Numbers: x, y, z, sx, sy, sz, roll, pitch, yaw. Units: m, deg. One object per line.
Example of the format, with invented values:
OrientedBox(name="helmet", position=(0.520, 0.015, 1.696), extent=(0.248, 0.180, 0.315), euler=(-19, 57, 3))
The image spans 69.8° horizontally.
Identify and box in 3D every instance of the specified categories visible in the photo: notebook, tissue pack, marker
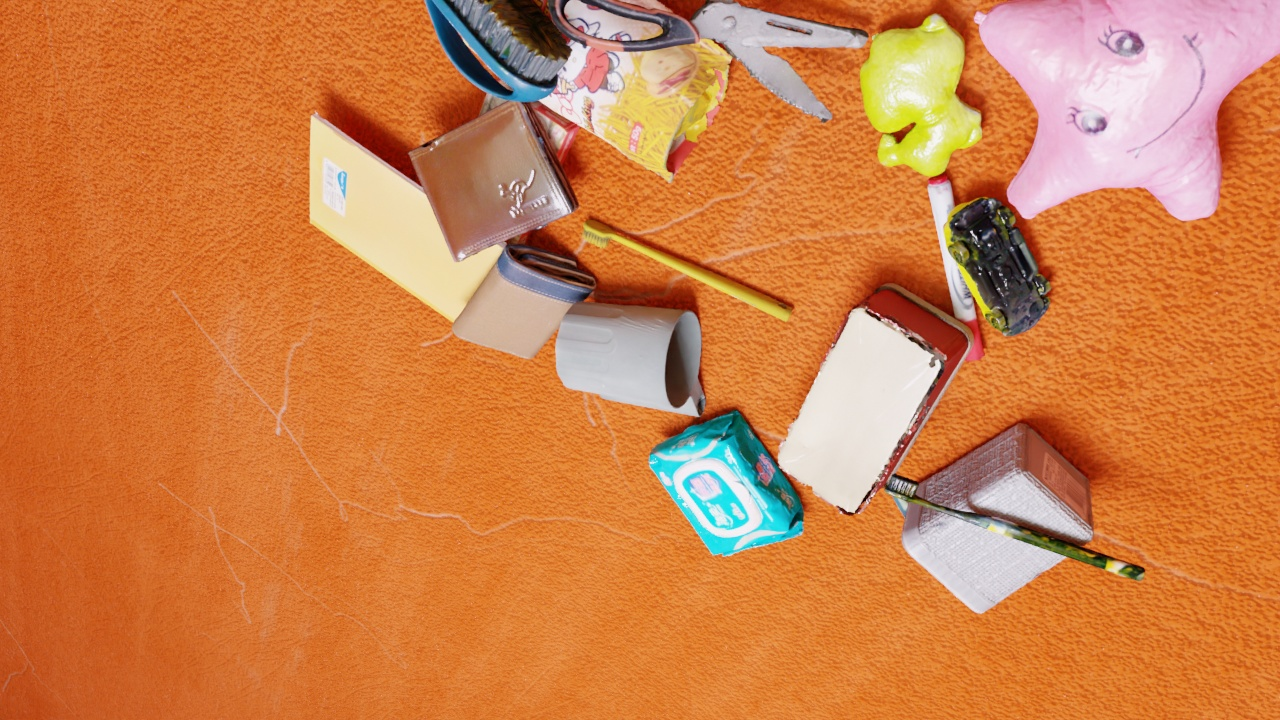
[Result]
OrientedBox(name="notebook", position=(-0.220, -0.117, 0.843), extent=(0.206, 0.010, 0.146), euler=(34, 143, 4))
OrientedBox(name="tissue pack", position=(0.079, 0.117, 0.838), extent=(0.093, 0.050, 0.133), euler=(-28, 105, 35))
OrientedBox(name="marker", position=(0.231, -0.066, 0.672), extent=(0.017, 0.017, 0.145), euler=(-6, 116, 29))

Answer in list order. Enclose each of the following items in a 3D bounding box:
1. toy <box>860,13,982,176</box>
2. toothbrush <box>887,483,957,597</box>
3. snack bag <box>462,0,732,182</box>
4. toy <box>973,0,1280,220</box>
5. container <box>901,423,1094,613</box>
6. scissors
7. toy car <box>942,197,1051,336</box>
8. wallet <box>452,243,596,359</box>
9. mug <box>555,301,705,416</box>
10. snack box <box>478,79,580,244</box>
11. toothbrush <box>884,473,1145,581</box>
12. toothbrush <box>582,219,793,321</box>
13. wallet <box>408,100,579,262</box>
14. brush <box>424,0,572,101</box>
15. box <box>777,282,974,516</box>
OrientedBox(name="toy", position=(0.185, -0.176, 0.617), extent=(0.100, 0.031, 0.097), euler=(42, 130, -4))
OrientedBox(name="toothbrush", position=(0.238, 0.134, 0.794), extent=(0.018, 0.016, 0.191), euler=(-28, 104, 25))
OrientedBox(name="snack bag", position=(-0.037, -0.231, 0.680), extent=(0.208, 0.073, 0.129), euler=(37, 129, 10))
OrientedBox(name="toy", position=(0.281, -0.167, 0.548), extent=(0.178, 0.074, 0.195), euler=(24, 128, 11))
OrientedBox(name="container", position=(0.282, 0.120, 0.719), extent=(0.090, 0.090, 0.115), euler=(41, 125, -3))
OrientedBox(name="scissors", position=(0.040, -0.240, 0.619), extent=(0.189, 0.015, 0.226), euler=(-24, 89, 4))
OrientedBox(name="toy car", position=(0.249, -0.066, 0.648), extent=(0.048, 0.032, 0.105), euler=(-38, 108, -4))
OrientedBox(name="wallet", position=(-0.105, -0.050, 0.819), extent=(0.090, 0.033, 0.116), euler=(16, 135, -30))
OrientedBox(name="mug", position=(-0.005, 0.005, 0.800), extent=(0.103, 0.083, 0.124), euler=(8, 147, 23))
OrientedBox(name="snack box", position=(-0.115, -0.156, 0.780), extent=(0.075, 0.025, 0.153), euler=(35, 128, 3))
OrientedBox(name="toothbrush", position=(0.270, 0.120, 0.666), extent=(0.186, 0.012, 0.017), euler=(19, 109, 12))
OrientedBox(name="toothbrush", position=(0.036, -0.074, 0.763), extent=(0.190, 0.015, 0.017), euler=(25, 132, 10))
OrientedBox(name="wallet", position=(-0.121, -0.145, 0.744), extent=(0.125, 0.032, 0.101), euler=(-18, 106, 25))
OrientedBox(name="brush", position=(-0.112, -0.239, 0.662), extent=(0.144, 0.055, 0.074), euler=(51, 130, 13))
OrientedBox(name="box", position=(0.172, 0.034, 0.711), extent=(0.091, 0.078, 0.169), euler=(36, 128, 22))
